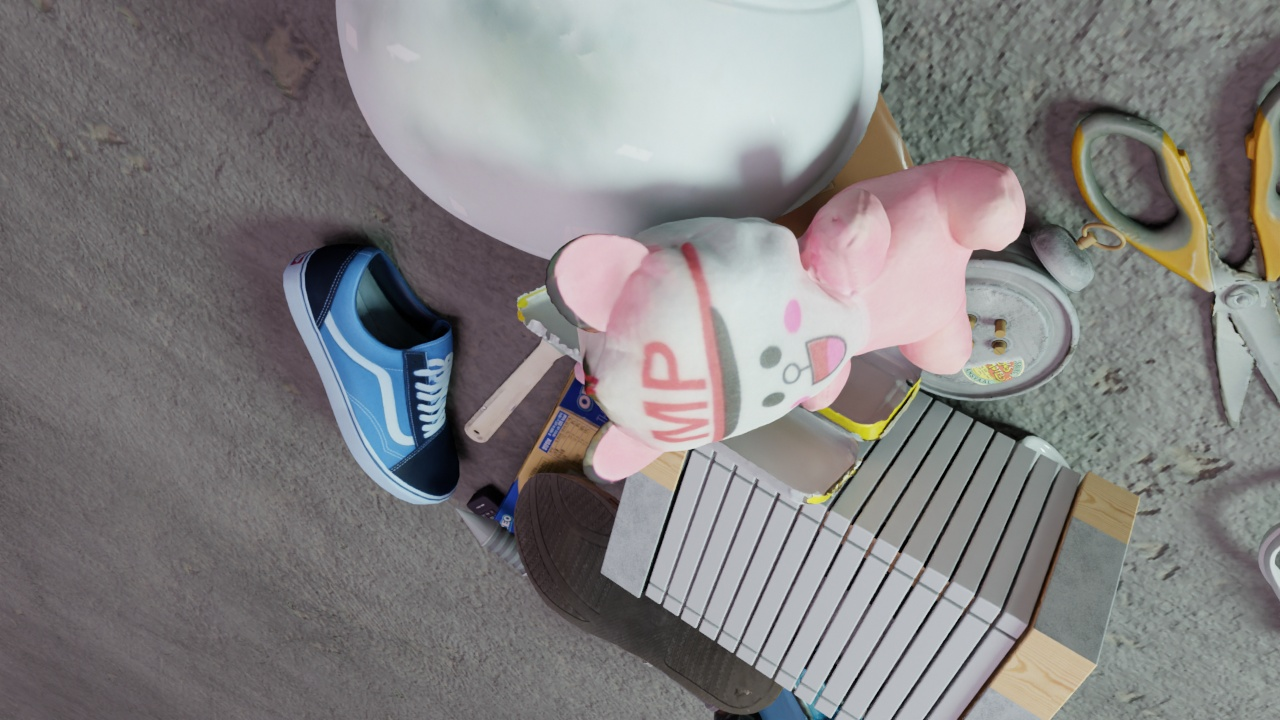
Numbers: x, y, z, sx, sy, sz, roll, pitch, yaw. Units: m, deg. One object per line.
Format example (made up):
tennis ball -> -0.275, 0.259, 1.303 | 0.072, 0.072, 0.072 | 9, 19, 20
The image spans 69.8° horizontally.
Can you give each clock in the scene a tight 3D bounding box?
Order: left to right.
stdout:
clock -> 0.195, -0.032, 0.504 | 0.104, 0.056, 0.148 | 36, 136, -16

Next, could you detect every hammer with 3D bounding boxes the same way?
hammer -> -0.018, 0.216, 0.748 | 0.322, 0.155, 0.043 | 39, 115, -11

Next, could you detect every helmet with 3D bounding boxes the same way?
helmet -> -0.027, -0.142, 0.437 | 0.264, 0.163, 0.237 | 31, 135, 5

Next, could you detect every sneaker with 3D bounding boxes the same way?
sneaker -> -0.182, 0.020, 0.714 | 0.098, 0.083, 0.241 | -2, 124, 27
sneaker -> 0.017, 0.156, 0.671 | 0.235, 0.119, 0.095 | 23, 97, 24

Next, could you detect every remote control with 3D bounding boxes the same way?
remote control -> -0.101, 0.167, 0.845 | 0.032, 0.015, 0.136 | -29, 114, 40

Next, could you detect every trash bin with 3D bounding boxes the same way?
trash bin -> 0.127, 0.105, 0.546 | 0.247, 0.142, 0.143 | 30, 129, 19

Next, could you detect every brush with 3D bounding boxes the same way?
brush -> -0.089, 0.013, 0.712 | 0.033, 0.012, 0.218 | 38, 135, -8

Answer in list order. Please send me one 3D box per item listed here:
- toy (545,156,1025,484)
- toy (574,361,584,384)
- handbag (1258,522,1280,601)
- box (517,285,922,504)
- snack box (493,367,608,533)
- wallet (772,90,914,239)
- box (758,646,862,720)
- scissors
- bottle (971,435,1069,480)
toy -> 0.064, -0.023, 0.417 | 0.213, 0.084, 0.142 | -21, 144, -14
toy -> -0.004, 0.004, 0.635 | 0.093, 0.050, 0.103 | 11, 132, 14
handbag -> 0.469, 0.152, 0.514 | 0.223, 0.095, 0.216 | 17, 131, 19
box -> 0.042, -0.009, 0.516 | 0.210, 0.129, 0.039 | 33, 142, 23
snack box -> -0.068, 0.090, 0.736 | 0.057, 0.056, 0.207 | 29, 134, -4
wallet -> 0.104, -0.108, 0.515 | 0.088, 0.013, 0.121 | -18, 118, 30
box -> 0.127, 0.268, 0.719 | 0.231, 0.048, 0.093 | 61, 154, 24
scissors -> 0.295, -0.048, 0.475 | 0.162, 0.016, 0.226 | 2, 130, 24
bottle -> 0.202, 0.119, 0.635 | 0.052, 0.052, 0.196 | 38, 134, -9
